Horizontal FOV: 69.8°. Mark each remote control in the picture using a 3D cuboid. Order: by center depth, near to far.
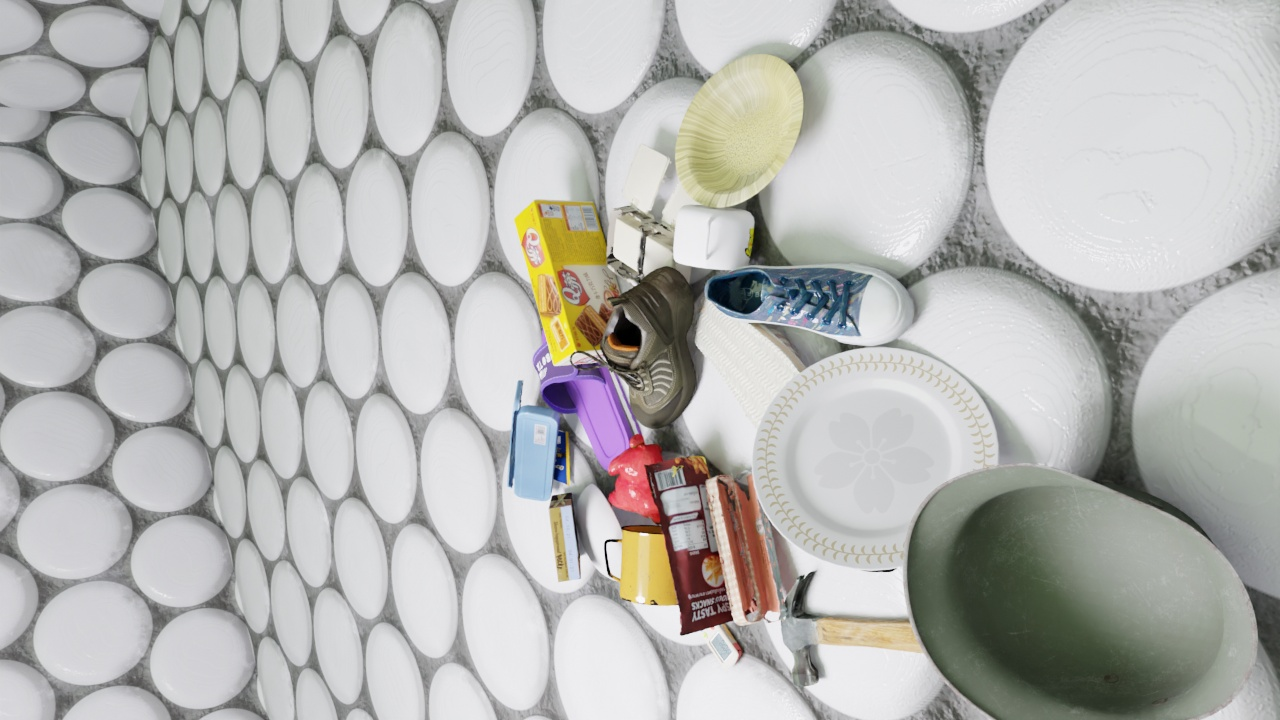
[{"bbox_3d":[0.090,0.350,1.219,0.125,0.018,0.038,52,130,30],"label":"remote control"}]

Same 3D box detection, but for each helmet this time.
[{"bbox_3d":[0.380,0.191,0.770,0.268,0.153,0.227,0,94,52],"label":"helmet"}]

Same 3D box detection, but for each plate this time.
[{"bbox_3d":[0.233,0.095,0.928,0.243,0.016,0.242,-11,57,18],"label":"plate"},{"bbox_3d":[0.123,-0.263,1.077,0.185,0.036,0.184,-15,69,41],"label":"plate"}]

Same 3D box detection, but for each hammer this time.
[{"bbox_3d":[0.284,0.294,0.986,0.331,0.033,0.132,-15,83,47],"label":"hammer"}]

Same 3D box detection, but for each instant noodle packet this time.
[{"bbox_3d":[-0.155,0.141,1.462,0.134,0.026,0.087,14,110,46],"label":"instant noodle packet"}]

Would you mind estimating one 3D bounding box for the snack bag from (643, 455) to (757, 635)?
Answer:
[{"bbox_3d":[0.075,0.222,1.136,0.067,0.138,0.207,-35,66,39],"label":"snack bag"}]

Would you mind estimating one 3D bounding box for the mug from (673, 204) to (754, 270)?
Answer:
[{"bbox_3d":[0.086,-0.147,1.093,0.094,0.115,0.068,8,104,10],"label":"mug"}]

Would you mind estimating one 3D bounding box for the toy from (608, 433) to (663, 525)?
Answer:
[{"bbox_3d":[0.014,0.154,1.231,0.094,0.088,0.133,34,140,40],"label":"toy"}]

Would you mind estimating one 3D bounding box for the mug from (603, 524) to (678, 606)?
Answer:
[{"bbox_3d":[0.011,0.269,1.209,0.124,0.100,0.094,2,86,11],"label":"mug"}]

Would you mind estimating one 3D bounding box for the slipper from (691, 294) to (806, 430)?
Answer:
[{"bbox_3d":[0.143,0.011,1.095,0.263,0.052,0.115,54,135,43],"label":"slipper"}]

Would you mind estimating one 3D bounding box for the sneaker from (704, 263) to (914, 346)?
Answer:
[{"bbox_3d":[0.176,-0.071,0.998,0.236,0.079,0.087,10,89,35],"label":"sneaker"}]

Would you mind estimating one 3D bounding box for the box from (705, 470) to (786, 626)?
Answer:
[{"bbox_3d":[0.127,0.226,1.114,0.071,0.056,0.187,-19,70,21],"label":"box"}]

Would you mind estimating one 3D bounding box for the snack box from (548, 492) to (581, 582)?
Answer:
[{"bbox_3d":[-0.110,0.254,1.341,0.186,0.031,0.101,146,116,-85],"label":"snack box"}]

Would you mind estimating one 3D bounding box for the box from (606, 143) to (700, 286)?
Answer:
[{"bbox_3d":[0.024,-0.177,1.209,0.144,0.057,0.188,38,125,38],"label":"box"}]

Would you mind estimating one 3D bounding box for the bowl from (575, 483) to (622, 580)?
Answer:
[{"bbox_3d":[-0.060,0.253,1.309,0.149,0.043,0.150,57,159,34],"label":"bowl"}]

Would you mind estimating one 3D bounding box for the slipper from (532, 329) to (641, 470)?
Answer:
[{"bbox_3d":[-0.096,0.042,1.339,0.108,0.083,0.266,-48,60,40],"label":"slipper"}]

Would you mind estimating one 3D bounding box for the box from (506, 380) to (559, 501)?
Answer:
[{"bbox_3d":[-0.162,0.125,1.399,0.210,0.073,0.085,102,169,-45],"label":"box"}]

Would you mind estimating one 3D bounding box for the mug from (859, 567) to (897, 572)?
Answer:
[{"bbox_3d":[0.247,0.167,0.958,0.118,0.081,0.098,-116,35,-67],"label":"mug"}]

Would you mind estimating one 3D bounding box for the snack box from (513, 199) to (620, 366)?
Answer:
[{"bbox_3d":[-0.095,-0.111,1.300,0.062,0.109,0.230,-29,73,47],"label":"snack box"}]

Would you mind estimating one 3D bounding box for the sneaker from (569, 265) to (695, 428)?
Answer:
[{"bbox_3d":[-0.007,0.007,1.170,0.101,0.142,0.238,35,136,40],"label":"sneaker"}]
